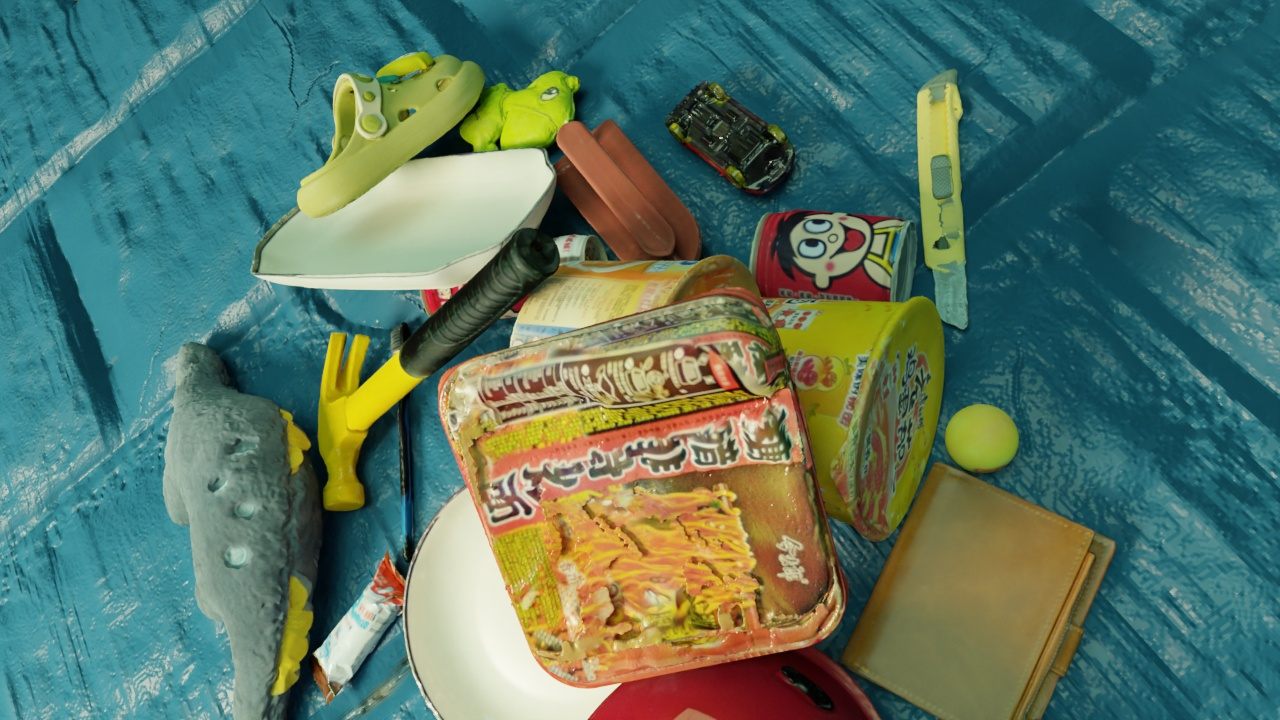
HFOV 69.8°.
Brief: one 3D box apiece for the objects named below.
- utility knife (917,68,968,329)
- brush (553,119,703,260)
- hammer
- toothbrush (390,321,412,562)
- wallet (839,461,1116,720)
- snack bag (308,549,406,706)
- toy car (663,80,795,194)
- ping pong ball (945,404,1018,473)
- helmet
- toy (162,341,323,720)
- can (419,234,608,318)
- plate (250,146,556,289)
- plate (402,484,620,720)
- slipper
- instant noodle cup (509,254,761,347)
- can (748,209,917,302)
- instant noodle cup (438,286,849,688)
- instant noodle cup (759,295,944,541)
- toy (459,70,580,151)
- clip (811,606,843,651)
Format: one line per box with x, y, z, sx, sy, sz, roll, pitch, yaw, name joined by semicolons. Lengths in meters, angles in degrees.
0.200;-0.109;0.604;0.031;0.020;0.190;-6;75;26;utility knife
-0.009;-0.111;0.653;0.063;0.069;0.145;-40;63;6;brush
-0.150;-0.002;0.616;0.302;0.032;0.128;-33;60;43;hammer
-0.180;0.059;0.695;0.016;0.014;0.189;-13;69;18;toothbrush
0.192;0.138;0.507;0.119;0.035;0.130;25;82;21;wallet
-0.199;0.189;0.651;0.104;0.026;0.048;-50;51;-1;snack bag
0.066;-0.158;0.661;0.049;0.031;0.106;-48;61;1;toy car
0.199;0.046;0.534;0.040;0.040;0.040;-7;70;19;ping pong ball
0.029;0.255;0.444;0.207;0.144;0.239;3;80;23;helmet
-0.300;0.107;0.691;0.138;0.091;0.356;-46;57;33;toy
-0.092;-0.059;0.677;0.133;0.053;0.053;-6;70;19;can
-0.177;-0.100;0.697;0.266;0.034;0.161;2;43;30;plate
-0.059;0.160;0.587;0.193;0.039;0.192;-3;80;18;plate
-0.202;-0.189;0.713;0.092;0.081;0.190;-1;42;53;slipper
-0.003;0.003;0.576;0.112;0.151;0.151;12;77;33;instant noodle cup
0.123;-0.061;0.586;0.094;0.066;0.066;9;76;24;can
0.006;0.063;0.455;0.165;0.079;0.189;-13;106;11;instant noodle cup
0.101;0.023;0.534;0.110;0.138;0.138;13;77;33;instant noodle cup
-0.096;-0.194;0.738;0.100;0.031;0.096;27;84;31;toy
0.093;0.149;0.555;0.058;0.043;0.027;34;88;31;clip
